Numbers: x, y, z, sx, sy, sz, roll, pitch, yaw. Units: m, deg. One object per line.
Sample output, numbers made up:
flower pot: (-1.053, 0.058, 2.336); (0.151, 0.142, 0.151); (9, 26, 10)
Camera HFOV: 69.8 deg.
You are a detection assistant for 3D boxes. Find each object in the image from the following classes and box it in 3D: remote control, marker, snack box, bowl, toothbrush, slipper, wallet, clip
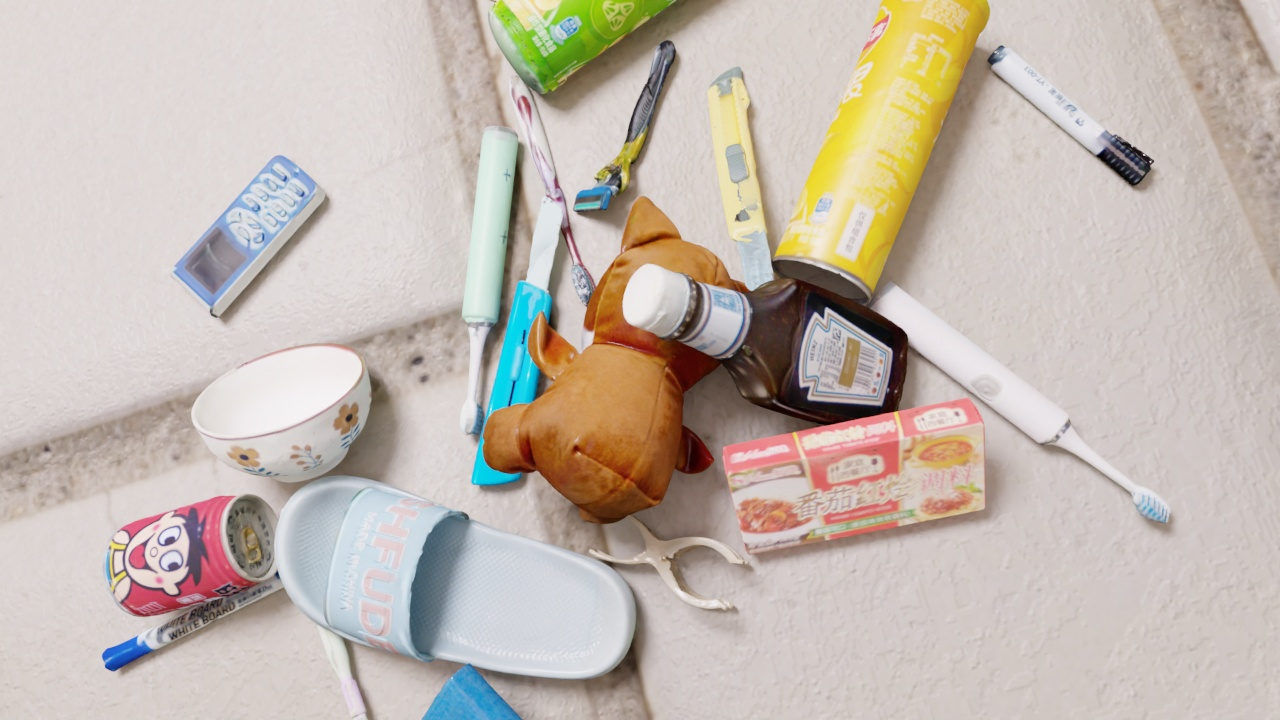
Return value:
remote control: (-0.291, -0.093, 0.682); (0.049, 0.024, 0.125); (41, 86, 13)
marker: (0.288, -0.167, 0.616); (0.022, 0.018, 0.130); (-40, 77, -10)
snack box: (0.132, 0.073, 0.565); (0.153, 0.075, 0.025); (-12, 36, 6)
bowl: (-0.233, 0.042, 0.619); (0.113, 0.113, 0.062); (-7, 120, 7)
toothbrush: (-0.065, -0.125, 0.659); (0.016, 0.017, 0.187); (-20, 78, 7)
toothbrush: (0.238, 0.026, 0.582); (0.221, 0.027, 0.026); (40, 45, 13)
toothbrush: (-0.110, -0.058, 0.648); (0.026, 0.027, 0.224); (0, 79, 22)
marker: (-0.306, 0.177, 0.637); (0.146, 0.017, 0.017); (-26, 77, 3)
slipper: (-0.124, 0.144, 0.585); (0.245, 0.074, 0.104); (14, 80, 7)
wallet: (-0.085, 0.262, 0.558); (0.133, 0.040, 0.107); (42, 122, 15)
toothbrush: (-0.209, 0.185, 0.621); (0.029, 0.020, 0.189); (-25, 76, -4)
clip: (0.024, 0.117, 0.594); (0.104, 0.034, 0.081); (34, 88, 21)

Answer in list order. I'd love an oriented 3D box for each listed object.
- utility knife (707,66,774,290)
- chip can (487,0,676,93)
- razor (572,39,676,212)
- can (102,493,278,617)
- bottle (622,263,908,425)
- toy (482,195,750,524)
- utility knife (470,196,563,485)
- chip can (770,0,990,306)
utility knife: (0.068, -0.124, 0.621); (0.031, 0.020, 0.194); (-15, 66, 17)
chip can: (-0.004, -0.277, 0.652); (0.221, 0.072, 0.072); (-35, 76, 1)
razor: (-0.004, -0.166, 0.657); (0.043, 0.022, 0.142); (9, 73, 54)
can: (-0.297, 0.129, 0.615); (0.094, 0.066, 0.066); (-17, 77, 11)
bottle: (0.078, -0.012, 0.544); (0.194, 0.044, 0.079); (17, 81, -32)
toy: (-0.003, 0.003, 0.579); (0.140, 0.131, 0.199); (36, 74, -29)
utility knife: (-0.081, -0.014, 0.635); (0.034, 0.018, 0.206); (9, 84, 12)
chip can: (0.158, -0.145, 0.603); (0.072, 0.072, 0.213); (22, 83, 12)
